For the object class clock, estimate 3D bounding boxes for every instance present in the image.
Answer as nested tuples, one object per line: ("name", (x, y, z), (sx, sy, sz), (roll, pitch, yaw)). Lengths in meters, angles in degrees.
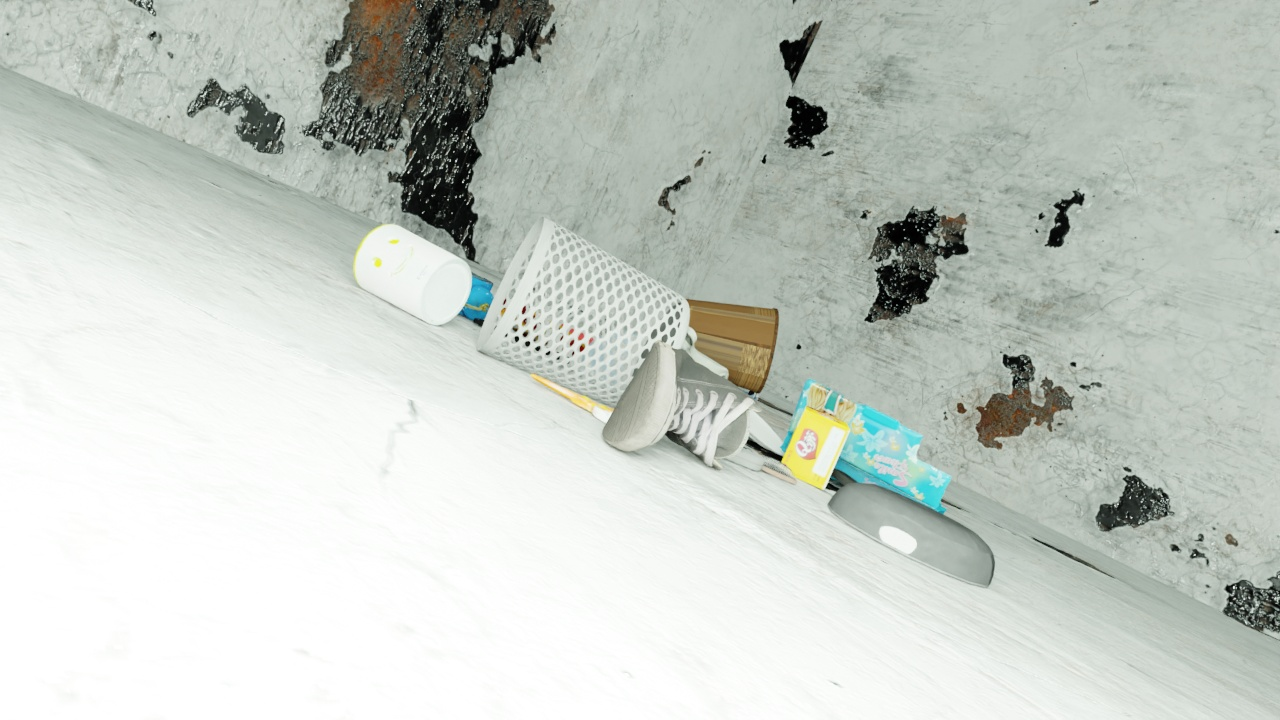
("clock", (-0.261, -0.101, 1.257), (0.116, 0.060, 0.161), (24, 5, -28))

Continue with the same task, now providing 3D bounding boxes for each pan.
("pan", (0.278, 0.164, 1.045), (0.178, 0.041, 0.357), (24, 3, -7))

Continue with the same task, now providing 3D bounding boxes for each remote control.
("remote control", (0.066, 0.082, 1.016), (0.151, 0.019, 0.074), (23, 4, -15))
("remote control", (-0.155, -0.025, 1.212), (0.140, 0.009, 0.030), (25, 4, 9))

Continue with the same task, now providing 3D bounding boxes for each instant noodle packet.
("instant noodle packet", (-0.133, -0.040, 1.249), (0.099, 0.039, 0.135), (22, -8, 25))

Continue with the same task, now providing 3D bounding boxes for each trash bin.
("trash bin", (-0.059, -0.043, 0.990), (0.183, 0.156, 0.156), (26, 3, -16))

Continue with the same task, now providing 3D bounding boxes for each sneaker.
("sneaker", (0.041, 0.050, 0.819), (0.120, 0.095, 0.234), (33, 4, 1))

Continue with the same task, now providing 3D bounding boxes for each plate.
("plate", (0.159, 0.093, 1.315), (0.134, 0.011, 0.134), (40, 13, -11))

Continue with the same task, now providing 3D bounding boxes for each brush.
("brush", (0.151, 0.118, 1.096), (0.050, 0.015, 0.135), (25, 3, -7))

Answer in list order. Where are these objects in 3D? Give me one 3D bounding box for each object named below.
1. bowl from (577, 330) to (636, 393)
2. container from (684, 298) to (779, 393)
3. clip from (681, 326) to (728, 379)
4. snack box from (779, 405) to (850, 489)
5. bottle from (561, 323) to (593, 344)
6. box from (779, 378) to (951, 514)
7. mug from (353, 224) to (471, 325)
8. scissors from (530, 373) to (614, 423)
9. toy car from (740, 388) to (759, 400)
("bowl", (-0.007, 0.007, 1.205), (0.150, 0.075, 0.150), (23, 4, -2))
("container", (0.111, -0.031, 1.392), (0.167, 0.132, 0.132), (12, 4, -1))
("clip", (0.061, -0.008, 1.279), (0.126, 0.152, 0.104), (33, 47, 28))
("snack box", (0.219, 0.108, 1.156), (0.061, 0.083, 0.105), (24, 4, 10))
("bottle", (-0.072, -0.013, 1.342), (0.141, 0.042, 0.042), (24, 4, -4))
("box", (0.303, 0.140, 1.240), (0.227, 0.084, 0.172), (28, -28, 27))
("mug", (-0.254, -0.096, 1.026), (0.106, 0.082, 0.082), (27, 5, 25))
("scissors", (-0.055, 0.041, 0.892), (0.128, 0.013, 0.065), (26, 3, 9))
("toy car", (0.142, 0.063, 1.445), (0.056, 0.055, 0.153), (19, 9, 20))
